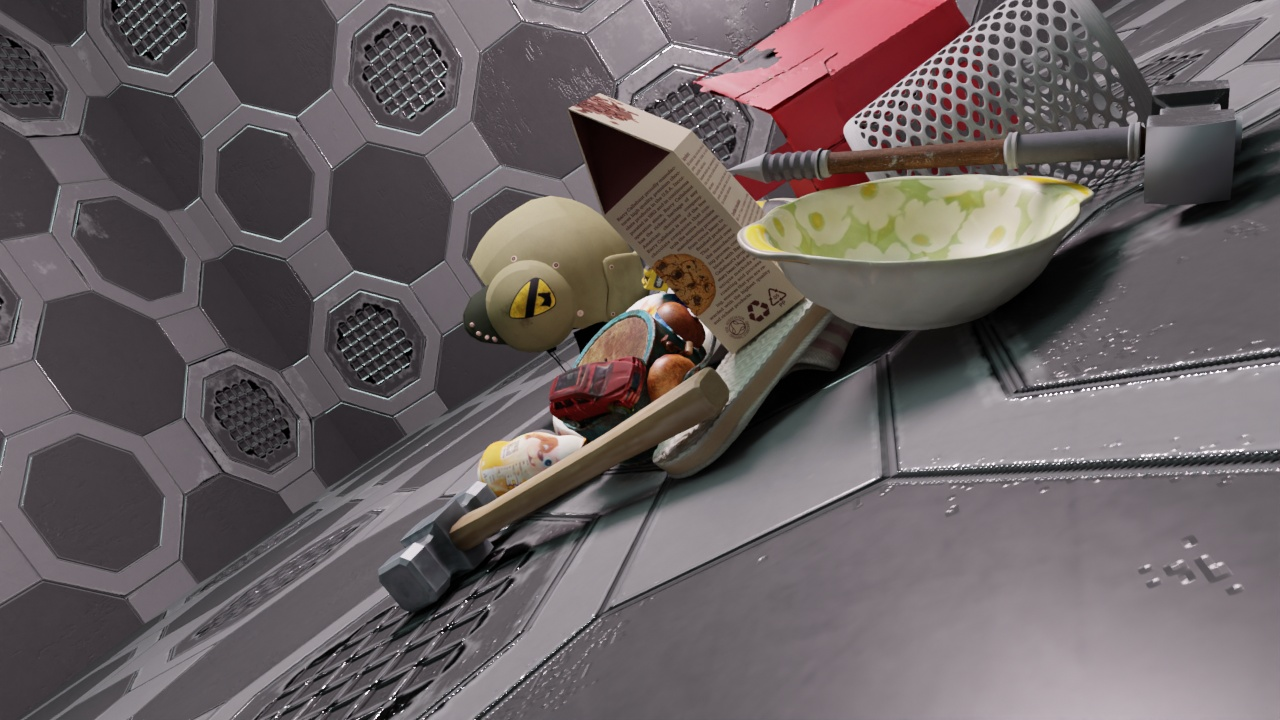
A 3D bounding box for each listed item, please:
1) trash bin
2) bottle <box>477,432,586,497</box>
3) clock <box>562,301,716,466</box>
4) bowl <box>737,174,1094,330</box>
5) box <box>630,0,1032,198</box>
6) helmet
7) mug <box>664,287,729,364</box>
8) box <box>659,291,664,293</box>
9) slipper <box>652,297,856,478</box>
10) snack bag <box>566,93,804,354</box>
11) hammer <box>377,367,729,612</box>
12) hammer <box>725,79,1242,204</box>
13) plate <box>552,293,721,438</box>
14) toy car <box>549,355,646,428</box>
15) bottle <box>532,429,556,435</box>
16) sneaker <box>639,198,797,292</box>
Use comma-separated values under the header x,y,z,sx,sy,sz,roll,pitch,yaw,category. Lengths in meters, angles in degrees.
x,y,z,sx,sy,sz,roll,pitch,yaw,category
0.272,-0.177,0.713,0.184,0.156,0.156,-33,6,21,trash bin
-0.086,0.093,0.806,0.109,0.063,0.063,-15,12,19,bottle
0.010,0.016,0.744,0.158,0.073,0.121,-34,34,36,clock
0.172,-0.066,0.580,0.219,0.060,0.188,-10,23,-5,bowl
0.185,-0.268,0.852,0.211,0.378,0.124,-35,-10,-11,box
-0.099,-0.079,1.179,0.233,0.255,0.250,-36,8,-2,helmet
0.077,-0.042,0.961,0.070,0.113,0.084,-77,-1,-52,mug
0.064,-0.056,1.117,0.122,0.078,0.197,-8,16,27,box
0.106,-0.005,0.677,0.262,0.052,0.115,-48,9,-26,slipper
0.030,-0.116,0.685,0.070,0.206,0.094,-40,10,23,snack bag
-0.066,0.091,0.676,0.324,0.051,0.117,-33,8,34,hammer
0.207,-0.137,0.610,0.323,0.043,0.155,3,25,30,hammer
-0.005,0.005,0.874,0.186,0.016,0.187,-54,27,-14,plate
-0.032,0.021,0.688,0.091,0.036,0.042,-14,52,41,toy car
-0.098,0.094,0.910,0.047,0.047,0.112,-33,7,0,bottle
0.076,-0.104,0.847,0.122,0.086,0.239,-8,13,-23,sneaker
